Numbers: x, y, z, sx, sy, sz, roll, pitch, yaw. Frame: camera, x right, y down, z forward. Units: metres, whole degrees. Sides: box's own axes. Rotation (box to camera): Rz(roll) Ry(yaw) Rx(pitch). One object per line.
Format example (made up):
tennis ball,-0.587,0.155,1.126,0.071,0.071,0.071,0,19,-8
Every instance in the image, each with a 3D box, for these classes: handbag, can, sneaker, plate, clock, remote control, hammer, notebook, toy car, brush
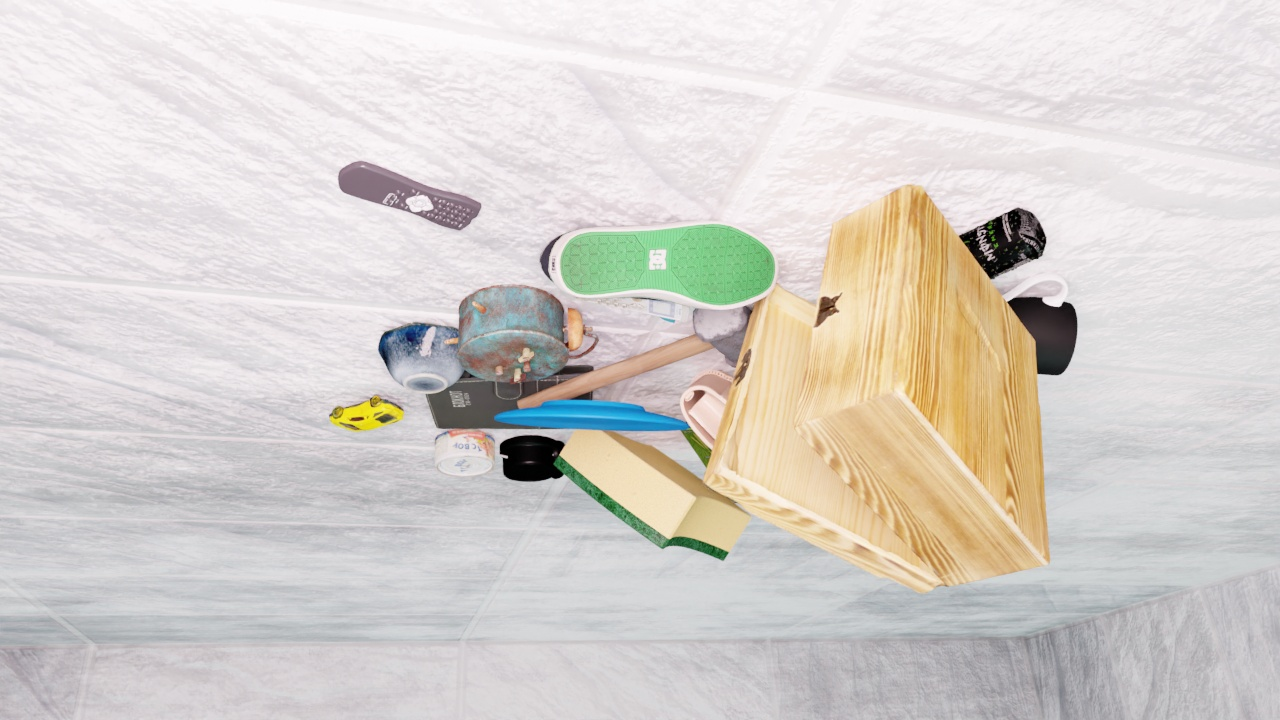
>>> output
handbag,0.145,0.020,1.087,0.187,0.116,0.198,-48,175,13
can,-0.252,0.133,1.315,0.086,0.043,0.086,-4,153,-2
sneaker,0.019,-0.094,0.873,0.235,0.084,0.079,0,-170,-25
plate,-0.055,0.062,1.062,0.224,0.024,0.224,2,172,0
clock,-0.121,-0.019,0.991,0.157,0.073,0.122,10,151,-27
remote control,-0.202,-0.142,0.802,0.124,0.009,0.047,16,148,-33
clock,-0.150,0.146,1.353,0.120,0.042,0.091,1,153,-9
hammer,-0.006,0.006,1.064,0.329,0.052,0.098,-19,149,24
notebook,-0.166,0.050,1.178,0.209,0.029,0.170,-3,153,-6
toy car,-0.359,0.073,1.197,0.107,0.030,0.049,-14,153,23
remote control,-0.016,-0.064,0.933,0.136,0.011,0.050,12,163,5
brush,0.022,0.178,1.247,0.195,0.075,0.250,33,-179,30
can,0.326,-0.100,0.905,0.054,0.053,0.138,20,146,-39

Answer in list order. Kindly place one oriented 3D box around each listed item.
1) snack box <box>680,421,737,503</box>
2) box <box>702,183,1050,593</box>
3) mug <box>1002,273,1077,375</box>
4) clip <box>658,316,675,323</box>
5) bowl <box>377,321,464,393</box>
snack box,0.126,0.142,1.289,0.080,0.025,0.147,-5,126,48
box,0.226,0.045,0.850,0.221,0.278,0.258,-29,118,37
mug,0.422,-0.044,1.017,0.100,0.084,0.119,8,124,5
clip,0.027,-0.071,0.961,0.121,0.033,0.119,0,157,-7
bowl,-0.243,0.004,1.042,0.110,0.055,0.110,-3,153,-2
